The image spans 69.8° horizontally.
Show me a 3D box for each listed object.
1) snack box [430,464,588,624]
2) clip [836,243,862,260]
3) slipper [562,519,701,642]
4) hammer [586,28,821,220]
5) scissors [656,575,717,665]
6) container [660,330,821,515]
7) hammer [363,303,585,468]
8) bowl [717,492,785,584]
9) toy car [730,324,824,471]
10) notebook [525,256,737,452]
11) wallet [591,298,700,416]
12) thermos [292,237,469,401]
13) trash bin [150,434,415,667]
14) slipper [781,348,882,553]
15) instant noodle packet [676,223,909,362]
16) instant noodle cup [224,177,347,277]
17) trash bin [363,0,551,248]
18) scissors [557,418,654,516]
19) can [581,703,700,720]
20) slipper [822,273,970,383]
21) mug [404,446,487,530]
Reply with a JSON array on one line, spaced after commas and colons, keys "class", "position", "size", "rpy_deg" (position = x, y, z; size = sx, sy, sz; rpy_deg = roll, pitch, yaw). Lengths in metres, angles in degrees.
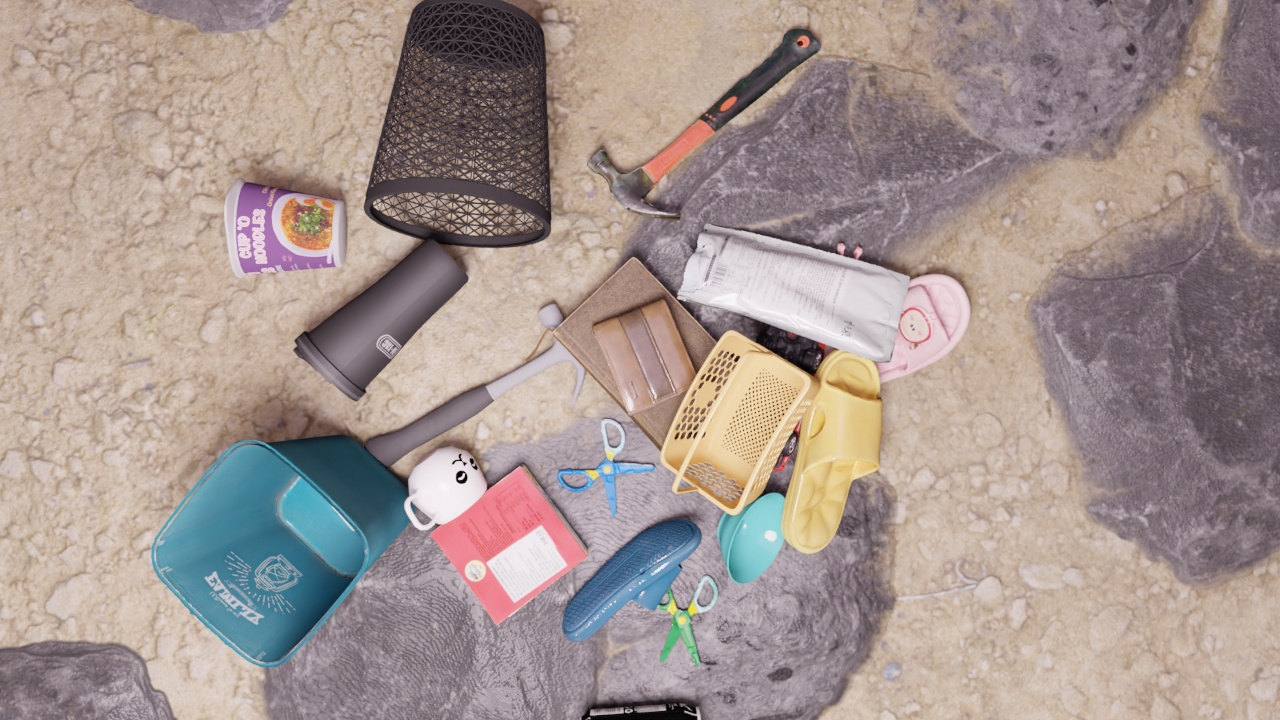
[{"class": "snack box", "position": [-0.164, 0.230, 1.156], "size": [0.145, 0.040, 0.142], "rpy_deg": [-37, 89, -1]}, {"class": "clip", "position": [0.272, -0.125, 1.186], "size": [0.050, 0.023, 0.058], "rpy_deg": [-18, 83, 0]}, {"class": "slipper", "position": [-0.008, 0.273, 1.136], "size": [0.214, 0.103, 0.059], "rpy_deg": [-40, 110, 5]}, {"class": "hammer", "position": [0.098, -0.313, 1.185], "size": [0.333, 0.033, 0.133], "rpy_deg": [-42, 87, -3]}, {"class": "scissors", "position": [0.061, 0.328, 1.171], "size": [0.117, 0.012, 0.129], "rpy_deg": [-21, 87, -1]}, {"class": "container", "position": [0.108, 0.069, 1.061], "size": [0.129, 0.166, 0.183], "rpy_deg": [34, 104, 27]}, {"class": "hammer", "position": [-0.210, 0.056, 1.169], "size": [0.311, 0.029, 0.125], "rpy_deg": [-30, 88, -1]}, {"class": "bowl", "position": [0.130, 0.213, 1.146], "size": [0.046, 0.121, 0.121], "rpy_deg": [23, 87, 40]}, {"class": "toy car", "position": [0.173, 0.041, 1.152], "size": [0.082, 0.056, 0.189], "rpy_deg": [19, 95, 30]}, {"class": "notebook", "position": [-0.005, 0.006, 1.151], "size": [0.190, 0.034, 0.215], "rpy_deg": [-42, 91, -12]}, {"class": "wallet", "position": [0.008, -0.004, 1.124], "size": [0.098, 0.027, 0.121], "rpy_deg": [-22, 89, -9]}, {"class": "thermos", "position": [-0.317, -0.054, 1.139], "size": [0.218, 0.106, 0.106], "rpy_deg": [-44, 89, -7]}, {"class": "trash bin", "position": [-0.384, 0.193, 1.055], "size": [0.196, 0.218, 0.199], "rpy_deg": [43, 98, 2]}, {"class": "slipper", "position": [0.246, 0.118, 1.121], "size": [0.099, 0.078, 0.263], "rpy_deg": [8, 102, -33]}, {"class": "instant noodle packet", "position": [0.190, -0.087, 1.141], "size": [0.269, 0.057, 0.146], "rpy_deg": [18, 58, 8]}, {"class": "instant noodle cup", "position": [-0.430, -0.162, 1.130], "size": [0.122, 0.137, 0.121], "rpy_deg": [2, 79, -10]}, {"class": "trash bin", "position": [-0.206, -0.283, 1.099], "size": [0.217, 0.217, 0.243], "rpy_deg": [4, 81, -1]}, {"class": "scissors", "position": [-0.044, 0.136, 1.177], "size": [0.125, 0.013, 0.129], "rpy_deg": [0, 90, 0]}, {"class": "can", "position": [0.002, 0.468, 1.130], "size": [0.146, 0.080, 0.080], "rpy_deg": [-4, 88, -1]}, {"class": "slipper", "position": [0.319, -0.026, 1.165], "size": [0.221, 0.055, 0.107], "rpy_deg": [-31, 90, 0]}, {"class": "mug", "position": [-0.247, 0.157, 1.120], "size": [0.090, 0.123, 0.076], "rpy_deg": [-30, 101, 32]}]
